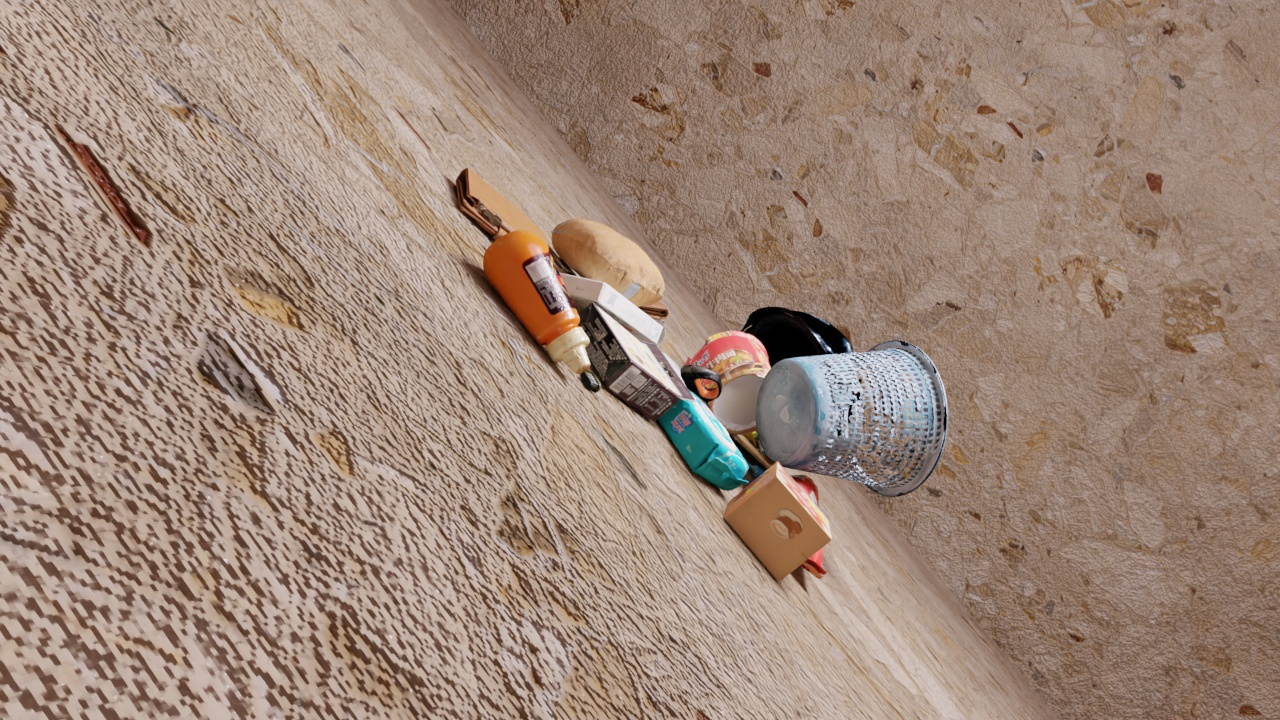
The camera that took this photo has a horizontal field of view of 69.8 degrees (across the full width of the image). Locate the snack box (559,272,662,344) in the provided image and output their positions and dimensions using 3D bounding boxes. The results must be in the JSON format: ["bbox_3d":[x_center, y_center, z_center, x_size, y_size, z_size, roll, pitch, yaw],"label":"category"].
[{"bbox_3d":[-0.044,-0.063,1.126,0.085,0.027,0.156,14,-11,31],"label":"snack box"}]

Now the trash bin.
[{"bbox_3d":[0.279,0.077,1.290,0.194,0.227,0.226,4,32,-24],"label":"trash bin"}]

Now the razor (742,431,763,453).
[{"bbox_3d":[0.157,0.094,1.461,0.132,0.028,0.043,53,-14,45],"label":"razor"}]

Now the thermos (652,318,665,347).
[{"bbox_3d":[-0.008,-0.076,1.367,0.070,0.070,0.220,46,9,-19],"label":"thermos"}]

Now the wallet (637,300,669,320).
[{"bbox_3d":[-0.028,-0.087,1.242,0.115,0.020,0.101,9,18,-20],"label":"wallet"}]

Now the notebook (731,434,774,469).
[{"bbox_3d":[0.194,0.155,1.470,0.207,0.008,0.147,42,5,-25],"label":"notebook"}]

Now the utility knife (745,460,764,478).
[{"bbox_3d":[0.194,0.183,1.402,0.203,0.018,0.034,39,14,-43],"label":"utility knife"}]

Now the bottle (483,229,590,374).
[{"bbox_3d":[-0.093,-0.052,0.883,0.149,0.067,0.066,58,10,10],"label":"bottle"}]

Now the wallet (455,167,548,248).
[{"bbox_3d":[-0.161,-0.164,1.088,0.131,0.031,0.107,38,17,-30],"label":"wallet"}]

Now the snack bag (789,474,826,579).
[{"bbox_3d":[0.191,0.201,1.183,0.128,0.073,0.207,47,14,4],"label":"snack bag"}]

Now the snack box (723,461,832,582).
[{"bbox_3d":[0.155,0.179,1.033,0.093,0.077,0.094,50,9,4],"label":"snack box"}]

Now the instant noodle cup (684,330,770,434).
[{"bbox_3d":[0.146,0.040,1.388,0.138,0.138,0.108,44,13,-30],"label":"instant noodle cup"}]

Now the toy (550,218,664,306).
[{"bbox_3d":[-0.058,-0.141,1.218,0.143,0.082,0.226,35,5,-36],"label":"toy"}]

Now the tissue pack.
[{"bbox_3d":[0.071,0.091,1.088,0.093,0.050,0.133,38,14,-53],"label":"tissue pack"}]

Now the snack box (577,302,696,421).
[{"bbox_3d":[-0.010,0.004,1.049,0.125,0.053,0.113,40,12,-46],"label":"snack box"}]

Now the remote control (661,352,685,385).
[{"bbox_3d":[0.064,0.038,1.364,0.049,0.024,0.125,41,11,-42],"label":"remote control"}]

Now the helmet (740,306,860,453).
[{"bbox_3d":[0.257,0.033,1.542,0.229,0.275,0.233,-14,35,-40],"label":"helmet"}]

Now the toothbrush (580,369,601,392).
[{"bbox_3d":[-0.087,-0.032,0.969,0.017,0.012,0.185,22,27,-48],"label":"toothbrush"}]

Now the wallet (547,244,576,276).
[{"bbox_3d":[-0.115,-0.127,1.195,0.087,0.024,0.115,40,11,-50],"label":"wallet"}]

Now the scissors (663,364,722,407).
[{"bbox_3d":[0.060,0.057,1.198,0.234,0.161,0.021,106,-11,-65],"label":"scissors"}]
